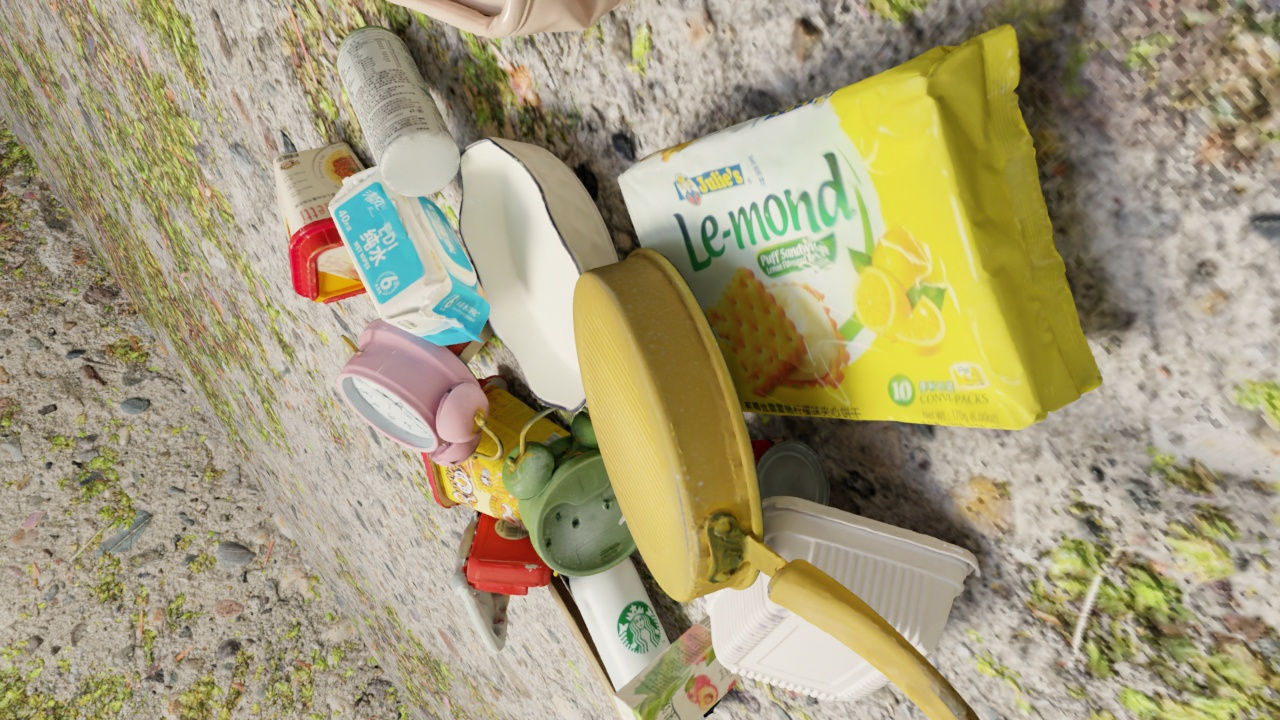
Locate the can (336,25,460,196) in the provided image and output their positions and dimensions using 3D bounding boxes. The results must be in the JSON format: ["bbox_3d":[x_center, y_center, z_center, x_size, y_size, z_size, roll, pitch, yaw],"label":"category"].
[{"bbox_3d":[-0.185,-0.190,0.691,0.058,0.058,0.146,100,148,-50],"label":"can"}]

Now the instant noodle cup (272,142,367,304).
[{"bbox_3d":[-0.300,-0.139,0.904,0.124,0.116,0.117,60,152,20],"label":"instant noodle cup"}]

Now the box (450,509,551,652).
[{"bbox_3d":[-0.133,0.202,0.890,0.201,0.095,0.098,-114,29,-79],"label":"box"}]

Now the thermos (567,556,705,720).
[{"bbox_3d":[-0.011,0.256,0.867,0.224,0.073,0.073,65,150,6],"label":"thermos"}]

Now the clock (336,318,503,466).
[{"bbox_3d":[-0.181,0.035,0.774,0.158,0.059,0.117,32,149,-1],"label":"clock"}]

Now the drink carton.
[{"bbox_3d":[0.037,0.273,0.784,0.046,0.122,0.053,14,130,51],"label":"drink carton"}]

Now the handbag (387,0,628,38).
[{"bbox_3d":[-0.089,-0.302,0.484,0.193,0.093,0.235,30,133,38],"label":"handbag"}]

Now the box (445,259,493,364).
[{"bbox_3d":[-0.183,-0.027,0.839,0.077,0.091,0.169,40,151,-10],"label":"box"}]

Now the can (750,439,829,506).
[{"bbox_3d":[0.071,0.086,0.615,0.094,0.066,0.066,-9,111,57],"label":"can"}]

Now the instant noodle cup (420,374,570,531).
[{"bbox_3d":[-0.129,0.094,0.877,0.124,0.115,0.116,23,137,26],"label":"instant noodle cup"}]

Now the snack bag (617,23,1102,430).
[{"bbox_3d":[0.095,-0.051,0.452,0.247,0.068,0.158,-1,117,57],"label":"snack bag"}]

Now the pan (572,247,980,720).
[{"bbox_3d":[0.054,0.079,0.460,0.357,0.078,0.198,-121,19,-47],"label":"pan"}]

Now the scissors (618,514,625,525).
[{"bbox_3d":[0.028,0.044,0.618,0.163,0.012,0.173,-39,50,37],"label":"scissors"}]

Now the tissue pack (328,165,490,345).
[{"bbox_3d":[-0.173,-0.078,0.706,0.140,0.063,0.090,60,-172,18],"label":"tissue pack"}]

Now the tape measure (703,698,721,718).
[{"bbox_3d":[0.055,0.315,0.891,0.055,0.025,0.058,12,118,48],"label":"tape measure"}]

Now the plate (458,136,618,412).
[{"bbox_3d":[-0.072,-0.064,0.671,0.205,0.045,0.205,45,148,39],"label":"plate"}]

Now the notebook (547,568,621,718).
[{"bbox_3d":[-0.068,0.273,0.968,0.149,0.012,0.211,61,172,-5],"label":"notebook"}]

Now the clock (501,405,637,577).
[{"bbox_3d":[-0.051,0.104,0.762,0.056,0.116,0.161,33,146,51],"label":"clock"}]

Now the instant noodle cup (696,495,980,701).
[{"bbox_3d":[0.112,0.159,0.570,0.138,0.060,0.174,17,146,-2],"label":"instant noodle cup"}]
